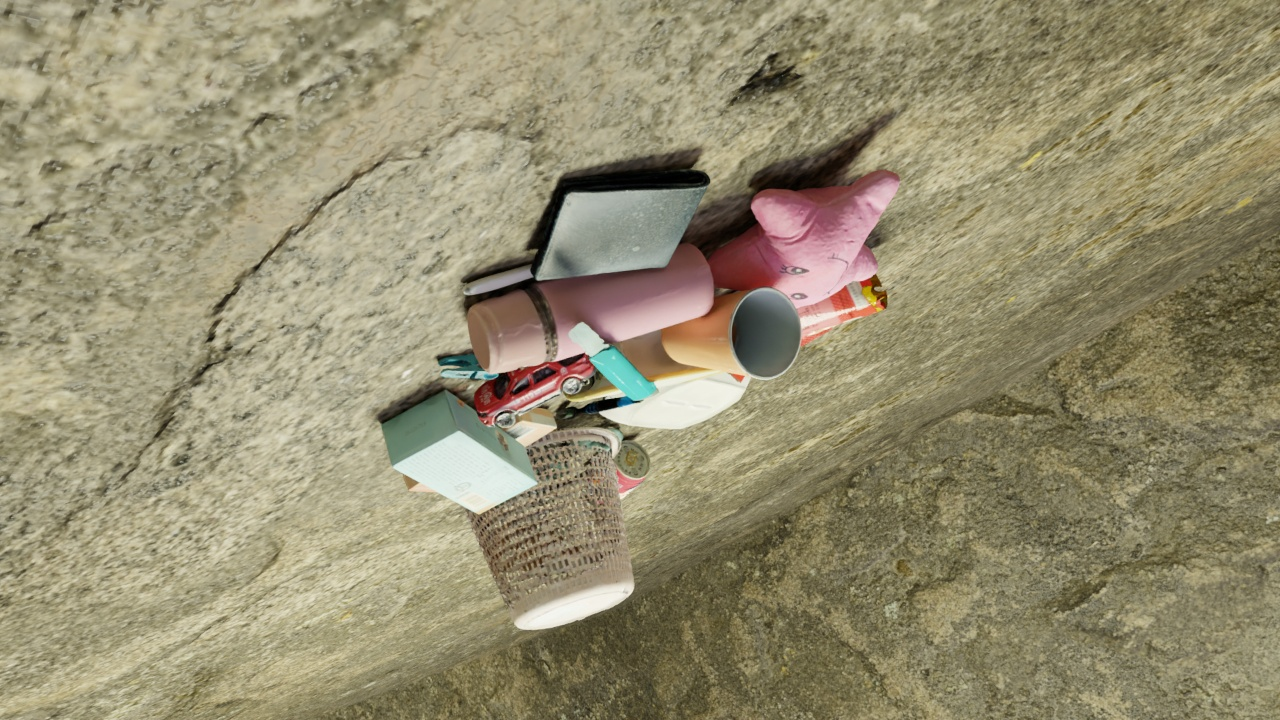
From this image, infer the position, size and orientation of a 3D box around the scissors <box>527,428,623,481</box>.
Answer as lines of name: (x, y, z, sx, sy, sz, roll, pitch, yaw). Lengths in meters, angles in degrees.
scissors: (-0.083, 0.112, 1.192, 0.169, 0.019, 0.178, -23, 159, -6)

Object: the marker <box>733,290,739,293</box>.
marker: (0.128, -0.075, 0.957, 0.130, 0.018, 0.022, -25, 171, -2)

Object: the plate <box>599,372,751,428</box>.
plate: (0.056, 0.044, 1.162, 0.162, 0.034, 0.265, -32, 161, 19)

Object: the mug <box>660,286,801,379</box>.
mug: (0.075, -0.025, 0.820, 0.078, 0.078, 0.123, -15, -170, -30)

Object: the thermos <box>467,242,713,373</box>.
thermos: (-0.043, -0.041, 0.755, 0.198, 0.067, 0.087, -19, -177, -23)

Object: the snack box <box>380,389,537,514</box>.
snack box: (-0.176, 0.095, 0.913, 0.074, 0.051, 0.175, -29, 149, 7)

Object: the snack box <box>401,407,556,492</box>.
snack box: (-0.177, 0.098, 1.012, 0.157, 0.026, 0.084, -31, 161, 15)

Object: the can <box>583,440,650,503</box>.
can: (-0.033, 0.160, 1.312, 0.066, 0.066, 0.094, -11, 157, -38)

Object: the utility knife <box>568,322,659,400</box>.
utility knife: (-0.020, 0.004, 0.766, 0.029, 0.013, 0.209, -26, 159, 7)

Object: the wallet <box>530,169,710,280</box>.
wallet: (-0.016, -0.098, 0.677, 0.120, 0.019, 0.097, -9, 148, -28)

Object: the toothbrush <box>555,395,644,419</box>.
toothbrush: (-0.046, 0.049, 0.980, 0.016, 0.014, 0.190, 1, 172, -30)

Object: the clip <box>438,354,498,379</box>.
clip: (-0.151, 0.005, 0.802, 0.056, 0.048, 0.015, -3, 152, -42)

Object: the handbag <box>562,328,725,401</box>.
handbag: (-0.006, 0.006, 0.952, 0.163, 0.063, 0.179, -7, 171, -38)

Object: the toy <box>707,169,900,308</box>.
toy: (0.135, -0.093, 0.821, 0.178, 0.074, 0.195, -13, 153, -3)

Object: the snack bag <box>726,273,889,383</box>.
snack bag: (0.166, -0.044, 1.021, 0.208, 0.073, 0.128, -28, 148, 23)

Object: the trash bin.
trash bin: (-0.106, 0.214, 1.124, 0.227, 0.192, 0.228, -16, 157, -7)

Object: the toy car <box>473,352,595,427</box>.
toy car: (-0.101, 0.017, 0.851, 0.120, 0.053, 0.045, -30, 123, 0)

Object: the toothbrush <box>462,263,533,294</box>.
toothbrush: (-0.052, -0.076, 0.715, 0.179, 0.016, 0.016, -18, 158, -22)
